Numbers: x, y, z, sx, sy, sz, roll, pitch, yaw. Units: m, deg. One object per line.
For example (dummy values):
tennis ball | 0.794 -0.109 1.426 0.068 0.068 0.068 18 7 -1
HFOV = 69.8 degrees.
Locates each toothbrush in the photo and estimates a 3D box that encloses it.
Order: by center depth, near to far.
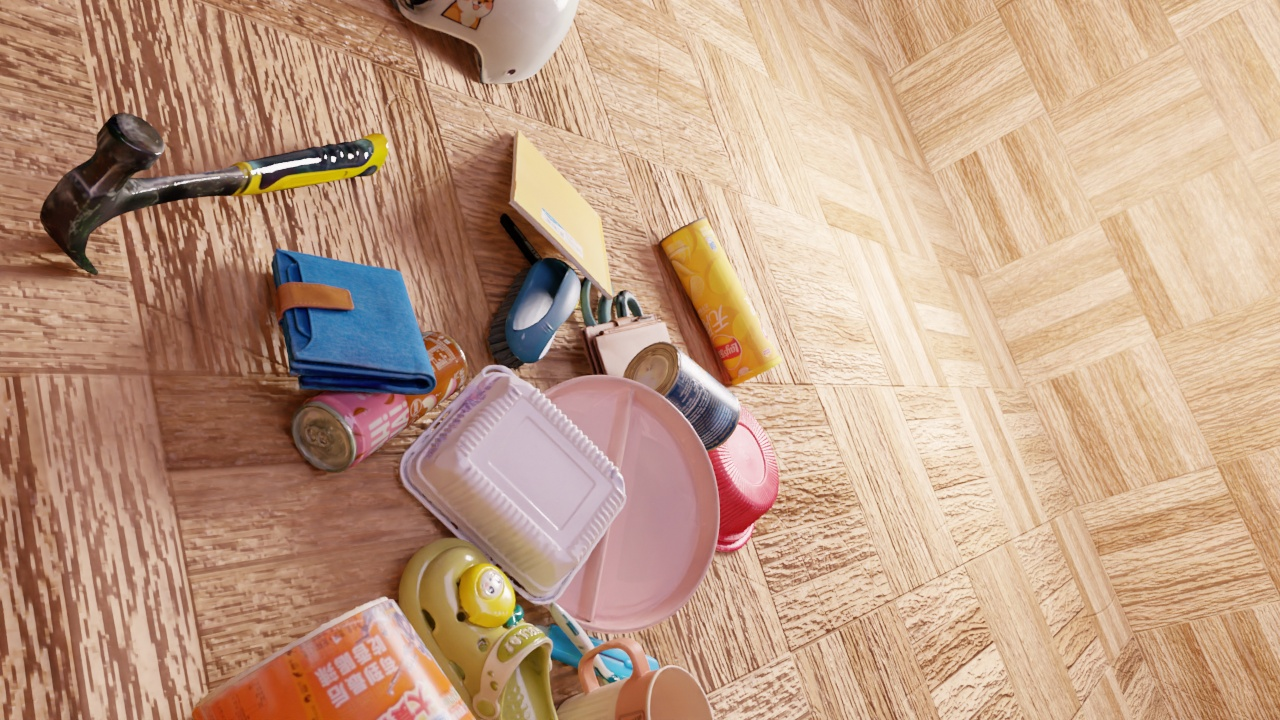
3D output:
toothbrush | -0.024 0.267 0.777 0.018 0.016 0.192 -52 122 -37

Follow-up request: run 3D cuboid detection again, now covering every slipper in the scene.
slipper | -0.100 0.214 0.675 0.091 0.082 0.190 -26 92 -61

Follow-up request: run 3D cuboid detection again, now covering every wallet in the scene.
wallet | -0.214 -0.030 0.677 0.106 0.040 0.133 8 35 -34
wallet | -0.006 0.006 0.976 0.131 0.031 0.108 -17 90 -55

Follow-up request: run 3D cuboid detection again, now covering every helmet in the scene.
helmet | -0.167 -0.450 0.994 0.274 0.157 0.229 42 37 -30

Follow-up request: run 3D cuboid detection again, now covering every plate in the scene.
plate | -0.028 0.126 0.822 0.229 0.028 0.229 11 69 -29

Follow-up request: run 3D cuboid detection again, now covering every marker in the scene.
marker | -0.106 -0.103 0.959 0.124 0.015 0.018 53 30 -13

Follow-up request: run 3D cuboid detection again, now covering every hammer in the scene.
hammer | -0.283 -0.132 0.662 0.032 0.126 0.322 52 23 -4

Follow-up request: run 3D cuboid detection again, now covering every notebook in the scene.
notebook | -0.085 -0.159 0.976 0.146 0.010 0.206 44 18 -28

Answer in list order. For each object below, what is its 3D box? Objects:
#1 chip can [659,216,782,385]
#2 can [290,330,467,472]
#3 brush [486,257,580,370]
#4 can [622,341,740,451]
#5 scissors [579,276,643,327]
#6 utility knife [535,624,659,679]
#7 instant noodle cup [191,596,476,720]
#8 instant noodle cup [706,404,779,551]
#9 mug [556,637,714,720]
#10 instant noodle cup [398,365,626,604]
chip can | 0.104 -0.076 1.187 0.071 0.072 0.213 -26 88 -58
can | -0.193 0.027 0.698 0.058 0.058 0.147 58 32 -8
brush | -0.094 -0.052 0.884 0.055 0.074 0.143 52 32 -26
can | 0.041 0.038 0.936 0.111 0.075 0.075 37 40 -40
scissors | -0.040 -0.028 0.993 0.130 0.019 0.184 47 34 -26
utility knife | -0.038 0.256 0.791 0.159 0.018 0.034 33 43 -36
instant noodle cup | -0.171 0.213 0.521 0.111 0.152 0.151 58 31 9
instant noodle cup | 0.096 0.116 1.040 0.193 0.066 0.193 33 44 -38
mug | -0.013 0.280 0.724 0.081 0.106 0.114 -8 73 -57
instant noodle cup | -0.090 0.095 0.741 0.173 0.060 0.137 45 57 -10
